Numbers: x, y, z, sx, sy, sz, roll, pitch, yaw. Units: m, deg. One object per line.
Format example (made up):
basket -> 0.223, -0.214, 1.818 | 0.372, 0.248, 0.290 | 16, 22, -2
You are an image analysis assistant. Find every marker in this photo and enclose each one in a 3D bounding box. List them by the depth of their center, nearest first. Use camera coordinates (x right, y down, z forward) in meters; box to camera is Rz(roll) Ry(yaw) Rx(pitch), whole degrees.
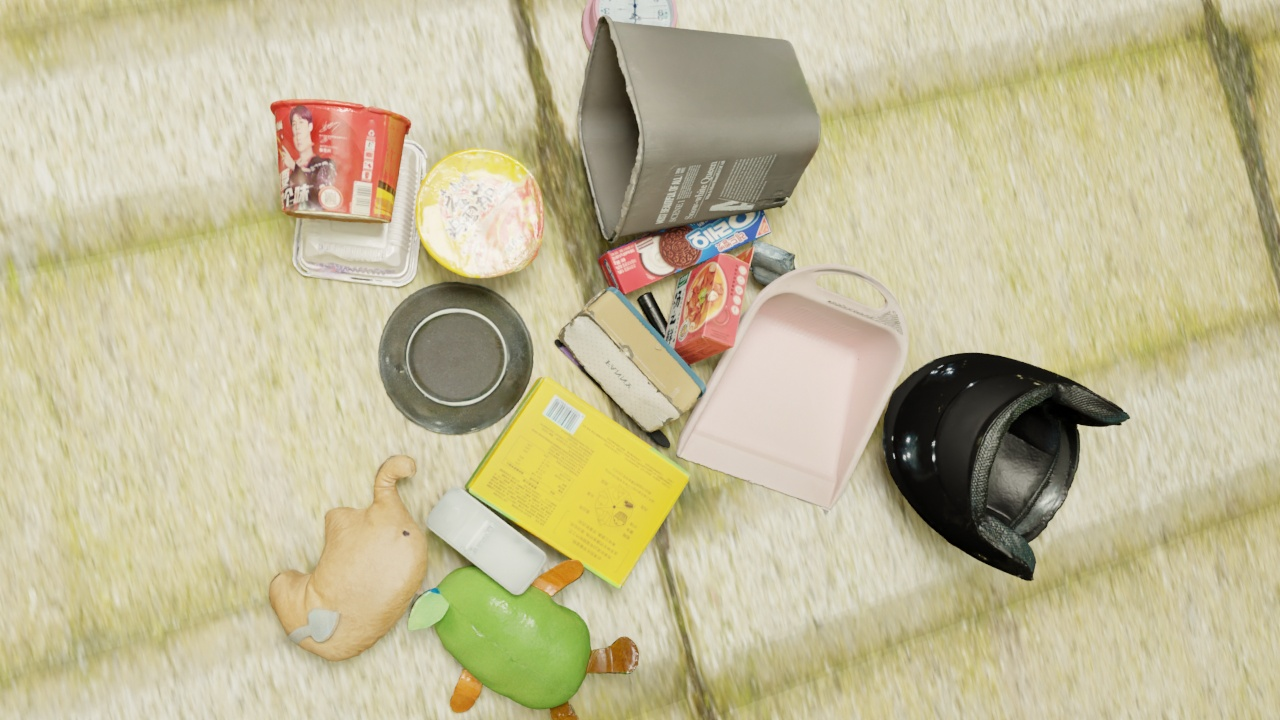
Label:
marker -> 0.034, -0.022, 1.117 | 0.022, 0.020, 0.132 | -31, 94, -44

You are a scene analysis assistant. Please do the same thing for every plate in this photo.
plate -> -0.212, -0.004, 1.059 | 0.179, 0.024, 0.179 | 1, 86, -13

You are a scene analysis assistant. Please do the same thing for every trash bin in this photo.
trash bin -> 0.061, -0.256, 1.025 | 0.219, 0.199, 0.198 | -6, 66, -16

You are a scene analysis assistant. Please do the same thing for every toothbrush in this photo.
toothbrush -> -0.034, 0.041, 1.104 | 0.189, 0.017, 0.014 | 43, 67, -4

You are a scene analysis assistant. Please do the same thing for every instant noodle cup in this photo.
instant noodle cup -> -0.309, -0.199, 0.938 | 0.138, 0.138, 0.108 | 3, 93, -13
instant noodle cup -> -0.178, -0.159, 1.027 | 0.138, 0.110, 0.138 | 0, 93, -9
instant noodle cup -> -0.315, -0.176, 1.031 | 0.138, 0.060, 0.173 | 6, 86, -12

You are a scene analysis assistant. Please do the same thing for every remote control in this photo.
remote control -> -0.167, 0.195, 0.996 | 0.136, 0.020, 0.055 | 34, 78, 11

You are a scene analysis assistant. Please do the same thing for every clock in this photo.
clock -> -0.009, -0.395, 1.115 | 0.117, 0.060, 0.158 | -2, 88, -12

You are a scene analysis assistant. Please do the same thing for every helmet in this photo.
helmet -> 0.420, 0.113, 1.092 | 0.233, 0.230, 0.274 | -56, 140, -2

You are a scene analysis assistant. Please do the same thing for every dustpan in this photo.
dustpan -> 0.192, 0.029, 1.089 | 0.222, 0.139, 0.273 | 17, 82, -12

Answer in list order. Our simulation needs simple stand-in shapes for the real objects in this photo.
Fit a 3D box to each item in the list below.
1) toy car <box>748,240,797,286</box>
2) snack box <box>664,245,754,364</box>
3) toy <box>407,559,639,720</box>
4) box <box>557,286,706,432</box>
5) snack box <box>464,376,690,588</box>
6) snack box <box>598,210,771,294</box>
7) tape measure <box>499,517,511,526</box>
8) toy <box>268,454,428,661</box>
toy car -> 0.158, -0.112, 1.101 | 0.054, 0.120, 0.036 | 24, 84, 13
snack box -> 0.077, -0.069, 1.071 | 0.044, 0.113, 0.127 | 19, 72, -19
toy -> -0.132, 0.314, 1.021 | 0.246, 0.090, 0.227 | 38, 91, -4
box -> -0.006, 0.006, 1.066 | 0.184, 0.090, 0.059 | 47, 53, -9
snack box -> -0.072, 0.139, 1.056 | 0.210, 0.070, 0.157 | 35, 80, -8
snack box -> 0.055, -0.142, 1.112 | 0.207, 0.057, 0.058 | -24, 94, -14
tape measure -> -0.167, 0.196, 1.037 | 0.057, 0.058, 0.039 | 33, 76, 13
toy -> -0.294, 0.214, 0.994 | 0.143, 0.082, 0.225 | 35, 78, 4
